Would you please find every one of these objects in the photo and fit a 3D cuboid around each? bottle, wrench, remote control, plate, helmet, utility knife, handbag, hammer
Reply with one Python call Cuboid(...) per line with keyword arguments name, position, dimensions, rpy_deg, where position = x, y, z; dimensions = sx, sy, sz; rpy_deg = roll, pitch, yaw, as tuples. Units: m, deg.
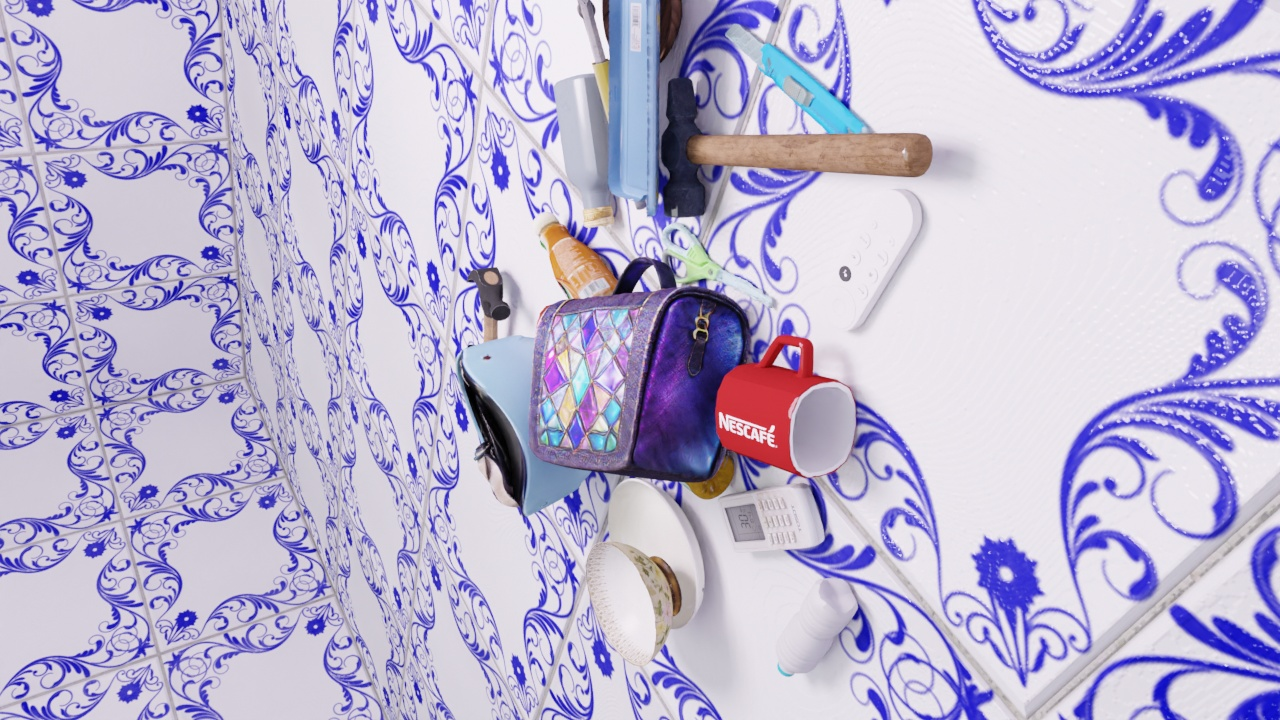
Cuboid(name="bottle", position=(-0.056, -0.230, 1.017), dimensions=(0.072, 0.046, 0.161), rpy_deg=(9, 110, 56))
Cuboid(name="wrench", position=(-0.036, -0.289, 0.947), dimensions=(0.083, 0.018, 0.273), rpy_deg=(-105, -1, -75))
Cuboid(name="remote control", position=(0.182, -0.078, 0.732), dimensions=(0.043, 0.013, 0.137), rpy_deg=(55, 143, 30))
Cuboid(name="plate", position=(0.024, 0.223, 1.082), dimensions=(0.182, 0.034, 0.182), rpy_deg=(29, 126, 50))
Cuboid(name="helmet", position=(-0.137, 0.074, 1.148), dimensions=(0.266, 0.166, 0.225), rpy_deg=(-2, 107, 67))
Cuboid(name="remote control", position=(0.126, 0.156, 0.902), dimensions=(0.139, 0.025, 0.060), rpy_deg=(-24, 82, 58))
Cuboid(name="bottle", position=(-0.078, -0.114, 1.084), dimensions=(0.167, 0.059, 0.059), rpy_deg=(54, 143, 31))
Cuboid(name="bottle", position=(0.161, 0.258, 0.870), dimensions=(0.044, 0.044, 0.136), rpy_deg=(53, 142, 33))
Cuboid(name="utility knife", position=(0.127, -0.227, 0.759), dimensions=(0.198, 0.015, 0.031), rpy_deg=(54, 139, 33))
Cuboid(name="handbag", position=(-0.006, 0.005, 0.925), dimensions=(0.205, 0.125, 0.222), rpy_deg=(-1, 79, 52))
Cuboid(name="hammer", position=(-0.225, 0.000, 1.369), dimensions=(0.132, 0.040, 0.306), rpy_deg=(-118, 27, -44))
Cuboid(name="hammer", position=(0.113, -0.175, 0.764), dimensions=(0.322, 0.040, 0.129), rpy_deg=(22, 119, 56))
Cuboid(name="bottle", position=(0.026, 0.086, 1.007), dimensions=(0.186, 0.053, 0.053), rpy_deg=(34, 130, 48))

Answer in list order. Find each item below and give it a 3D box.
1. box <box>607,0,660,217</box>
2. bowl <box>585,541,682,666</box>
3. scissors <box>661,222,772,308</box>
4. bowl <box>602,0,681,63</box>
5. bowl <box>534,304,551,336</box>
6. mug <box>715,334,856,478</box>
Cuboid(name="box", position=(0.002, -0.247, 0.865), dimensions=(0.126, 0.039, 0.209), rpy_deg=(-131, 38, -61))
Cuboid(name="bowl", position=(0.001, 0.265, 1.040), dimensions=(0.145, 0.063, 0.145), rpy_deg=(29, 126, 49))
Cuboid(name="scissors", position=(0.074, -0.086, 0.903), dimensions=(0.174, 0.033, 0.065), rpy_deg=(38, 129, 49))
Cuboid(name="bowl", position=(0.008, -0.338, 0.885), dimensions=(0.119, 0.032, 0.119), rpy_deg=(29, 126, 50))
Cuboid(name="bowl", position=(-0.076, -0.009, 1.060), dimensions=(0.035, 0.121, 0.122), rpy_deg=(-45, 62, 31))
Cuboid(name="mug", position=(0.126, 0.035, 0.804), dimensions=(0.097, 0.080, 0.116), rpy_deg=(16, 109, 55))
